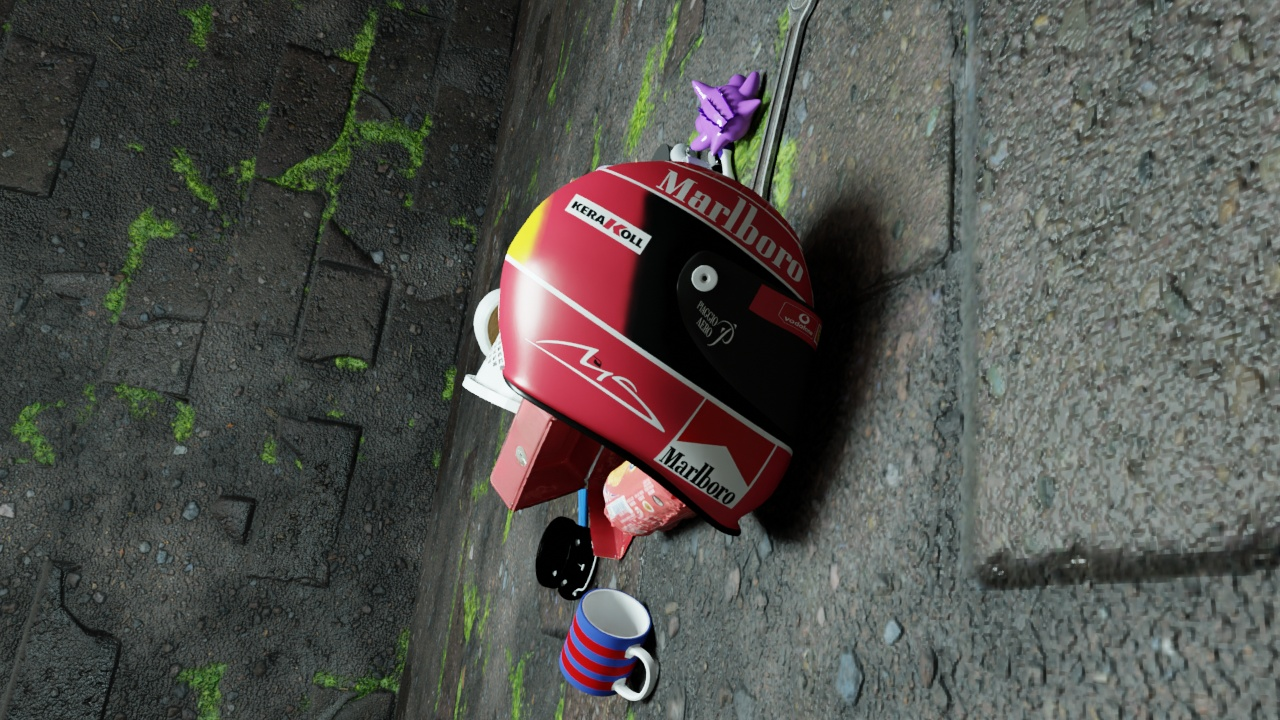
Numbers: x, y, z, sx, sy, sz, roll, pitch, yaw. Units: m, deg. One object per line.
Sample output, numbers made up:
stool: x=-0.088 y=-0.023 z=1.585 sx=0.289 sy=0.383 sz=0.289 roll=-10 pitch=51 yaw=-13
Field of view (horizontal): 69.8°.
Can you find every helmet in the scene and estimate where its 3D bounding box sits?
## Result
helmet: x=0.027 y=-0.031 z=0.703 sx=0.224 sy=0.271 sz=0.197 roll=-57 pitch=4 yaw=0

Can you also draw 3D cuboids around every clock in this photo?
clock: x=0.036 y=-0.214 z=1.106 sx=0.123 sy=0.035 sz=0.094 roll=169 pitch=112 yaw=-70
clock: x=-0.086 y=0.245 z=1.137 sx=0.121 sy=0.042 sz=0.091 roll=11 pitch=81 yaw=62

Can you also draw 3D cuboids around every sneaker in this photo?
sneaker: x=-0.189 y=-0.054 z=1.341 sx=0.120 sy=0.127 sz=0.294 roll=-54 pitch=-18 yaw=-4

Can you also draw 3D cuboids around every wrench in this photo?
wrench: x=0.128 y=-0.231 z=0.870 sx=0.070 sy=0.010 sz=0.273 roll=-160 pitch=83 yaw=-72

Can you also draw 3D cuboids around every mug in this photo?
mug: x=-0.025 y=0.293 z=0.914 sx=0.112 sy=0.074 sz=0.076 roll=40 pitch=120 yaw=40

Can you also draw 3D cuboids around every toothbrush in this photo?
toothbrush: x=0.090 y=-0.223 z=0.976 sx=0.016 sy=0.015 sz=0.186 roll=115 pitch=158 yaw=-50

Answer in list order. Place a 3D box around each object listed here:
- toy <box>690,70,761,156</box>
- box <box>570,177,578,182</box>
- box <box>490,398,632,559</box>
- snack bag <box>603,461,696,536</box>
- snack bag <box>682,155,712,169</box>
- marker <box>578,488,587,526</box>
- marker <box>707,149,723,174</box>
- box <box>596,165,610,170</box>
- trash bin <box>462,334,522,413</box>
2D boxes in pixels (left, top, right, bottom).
toy: x=0.085 y=-0.254 z=0.940 sx=0.106 sy=0.056 sz=0.088 roll=-47 pitch=39 yaw=22
box: x=-0.090 y=-0.160 z=1.365 sx=0.117 sy=0.050 sz=0.205 roll=29 pitch=-111 yaw=-76
box: x=-0.077 y=0.108 z=1.040 sx=0.151 sy=0.165 sz=0.158 roll=-94 pitch=23 yaw=-55
snack bag: x=0.020 y=0.120 z=0.871 sx=0.177 sy=0.082 sz=0.082 roll=135 pitch=143 yaw=-61
snack bag: x=0.032 y=-0.112 z=1.017 sx=0.226 sy=0.041 sz=0.077 roll=110 pitch=161 yaw=-45
marker: x=-0.074 y=0.230 z=1.190 sx=0.013 sy=0.013 sz=0.141 roll=121 pitch=154 yaw=-46
marker: x=0.084 y=-0.173 z=0.958 sx=0.016 sy=0.016 sz=0.140 roll=120 pitch=156 yaw=-44
box: x=-0.031 y=-0.148 z=1.008 sx=0.214 sy=0.093 sz=0.089 roll=158 pitch=119 yaw=-74
trash bin: x=-0.101 y=-0.025 z=1.189 sx=0.199 sy=0.195 sz=0.195 roll=-68 pitch=18 yaw=0
